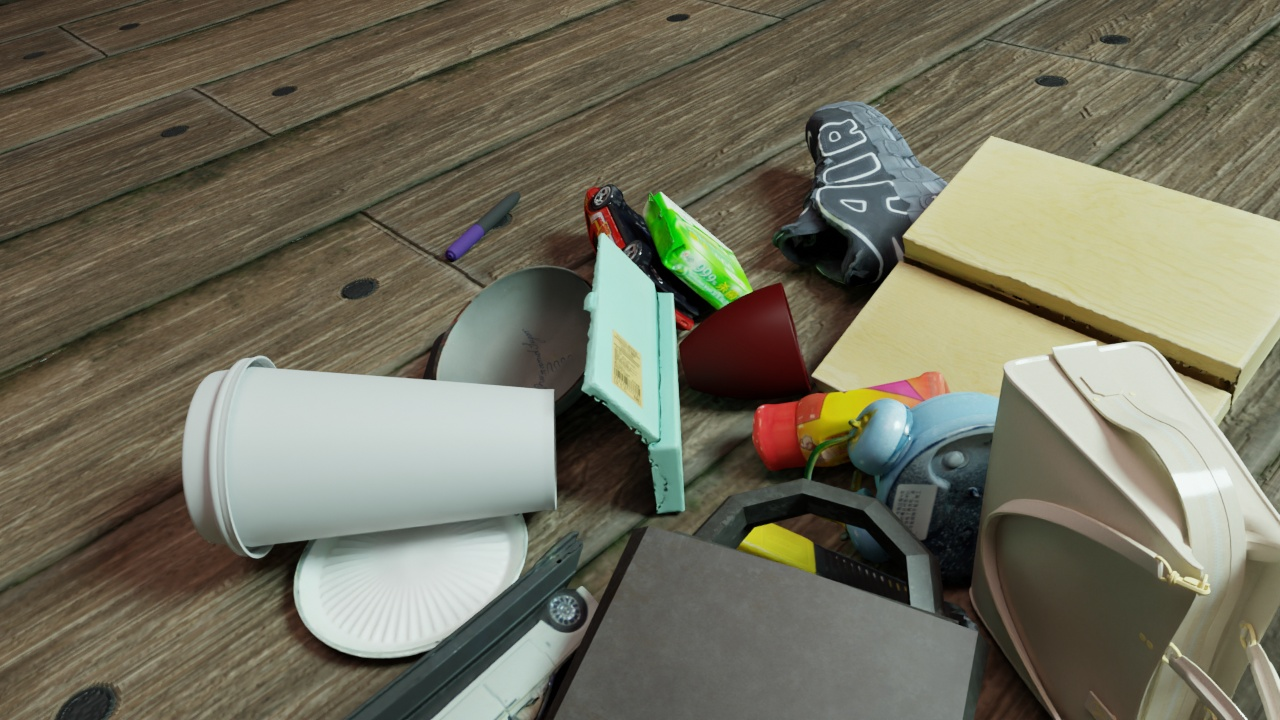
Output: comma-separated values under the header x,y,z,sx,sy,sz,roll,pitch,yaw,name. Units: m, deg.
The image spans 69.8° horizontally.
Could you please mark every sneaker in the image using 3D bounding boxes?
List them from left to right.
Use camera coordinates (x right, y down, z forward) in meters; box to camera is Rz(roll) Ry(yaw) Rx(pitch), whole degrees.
x,y,z,sx,sy,sz,roll,pitch,yaw,name
0.184,-0.147,0.860,0.150,0.097,0.252,-17,45,-9,sneaker

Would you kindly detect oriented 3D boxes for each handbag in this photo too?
x,y,z,sx,sy,sz,roll,pitch,yaw,name
0.077,0.153,0.489,0.197,0.102,0.198,14,59,24,handbag
0.237,0.119,0.432,0.101,0.195,0.197,-9,36,-2,handbag

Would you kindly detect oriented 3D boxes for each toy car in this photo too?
x,y,z,sx,sy,sz,roll,pitch,yaw,name
-0.093,0.187,0.504,0.191,0.094,0.071,-36,77,-34,toy car
-0.003,-0.096,0.835,0.056,0.081,0.189,-46,36,15,toy car

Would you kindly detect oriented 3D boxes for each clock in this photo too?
x,y,z,sx,sy,sz,roll,pitch,yaw,name
0.182,0.076,0.562,0.162,0.118,0.060,1,28,0,clock

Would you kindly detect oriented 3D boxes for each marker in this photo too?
x,y,z,sx,sy,sz,roll,pitch,yaw,name
-0.164,-0.144,0.968,0.018,0.015,0.133,-14,28,39,marker

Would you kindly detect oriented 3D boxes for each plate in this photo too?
x,y,z,sx,sy,sz,roll,pitch,yaw,name
-0.153,0.135,0.618,0.157,0.014,0.156,-4,38,3,plate

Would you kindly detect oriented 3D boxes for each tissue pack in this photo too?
x,y,z,sx,sy,sz,roll,pitch,yaw,name
0.051,-0.091,0.805,0.034,0.114,0.099,-44,35,19,tissue pack

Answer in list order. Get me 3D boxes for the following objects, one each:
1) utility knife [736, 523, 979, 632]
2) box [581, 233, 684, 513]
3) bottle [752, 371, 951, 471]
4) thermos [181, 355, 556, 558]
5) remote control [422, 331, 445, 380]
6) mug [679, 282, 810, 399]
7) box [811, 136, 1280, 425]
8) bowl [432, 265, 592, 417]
x,y,z,sx,sy,sz,roll,pitch,yaw,name
0.129,0.136,0.570,0.173,0.020,0.028,19,47,30,utility knife
0.003,0.002,0.668,0.052,0.139,0.186,-15,38,11,box
0.145,0.045,0.631,0.134,0.071,0.048,-11,61,24,bottle
-0.168,0.061,0.610,0.222,0.132,0.131,-1,38,-4,thermos
-0.161,0.025,0.752,0.045,0.021,0.140,-4,40,5,remote control
0.080,-0.010,0.724,0.088,0.087,0.114,-15,9,11,mug
0.295,-0.027,0.658,0.247,0.068,0.253,31,81,39,box
-0.086,0.001,0.723,0.151,0.057,0.150,-15,54,21,bowl
